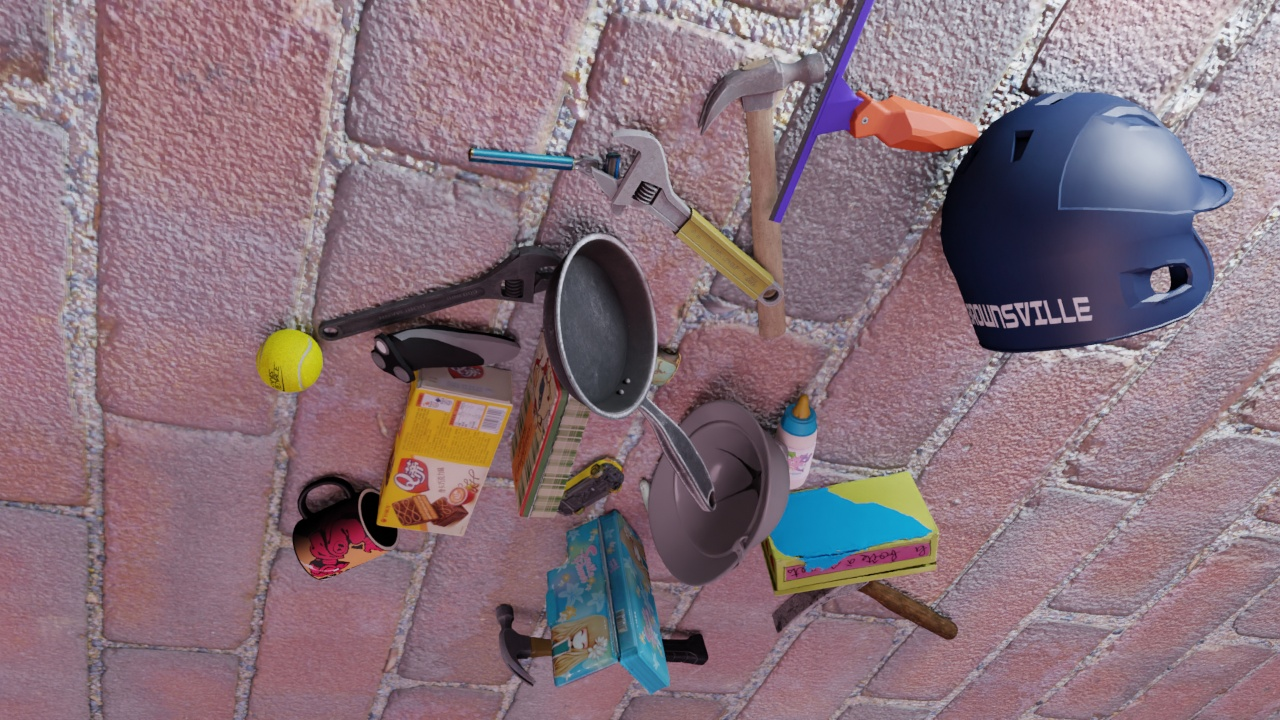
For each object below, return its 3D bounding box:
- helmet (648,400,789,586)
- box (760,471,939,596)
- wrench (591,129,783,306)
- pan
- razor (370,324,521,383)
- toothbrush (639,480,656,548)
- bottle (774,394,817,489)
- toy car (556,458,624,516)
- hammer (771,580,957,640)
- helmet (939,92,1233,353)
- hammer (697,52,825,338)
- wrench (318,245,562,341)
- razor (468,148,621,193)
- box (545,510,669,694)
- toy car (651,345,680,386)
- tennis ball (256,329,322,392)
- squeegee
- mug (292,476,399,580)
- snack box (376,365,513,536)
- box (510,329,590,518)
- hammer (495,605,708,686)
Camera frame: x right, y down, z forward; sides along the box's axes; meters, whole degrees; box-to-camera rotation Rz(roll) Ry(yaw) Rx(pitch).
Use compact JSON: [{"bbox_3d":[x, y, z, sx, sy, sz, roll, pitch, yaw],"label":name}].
[{"bbox_3d":[0.120,0.160,1.134,0.117,0.183,0.272,-5,138,-35],"label":"helmet"},{"bbox_3d":[0.272,0.232,1.232,0.221,0.124,0.081,-12,128,-1],"label":"box"},{"bbox_3d":[0.058,-0.133,0.924,0.273,0.018,0.084,34,116,-32],"label":"wrench"},{"bbox_3d":[-0.002,0.032,0.967,0.055,0.186,0.357,-5,126,30],"label":"pan"},{"bbox_3d":[-0.206,-0.012,0.988,0.156,0.060,0.057,-10,155,-28],"label":"razor"},{"bbox_3d":[0.018,0.213,1.241,0.022,0.015,0.155,17,140,31],"label":"toothbrush"},{"bbox_3d":[0.194,0.098,1.150,0.051,0.051,0.146,-3,130,-8],"label":"bottle"},{"bbox_3d":[-0.070,0.163,1.174,0.107,0.030,0.049,-33,129,15],"label":"toy car"},{"bbox_3d":[0.378,0.403,1.450,0.300,0.037,0.218,32,118,-31],"label":"hammer"},{"bbox_3d":[0.420,-0.147,0.882,0.271,0.233,0.223,-18,98,-25],"label":"helmet"},{"bbox_3d":[0.130,-0.153,0.950,0.119,0.030,0.332,-11,134,0],"label":"hammer"},{"bbox_3d":[-0.210,-0.064,0.964,0.273,0.018,0.073,-15,140,5],"label":"wrench"},{"bbox_3d":[-0.092,-0.189,0.879,0.144,0.022,0.042,6,125,-8],"label":"razor"},{"bbox_3d":[-0.050,0.319,1.179,0.121,0.226,0.098,-24,130,9],"label":"box"},{"bbox_3d":[-0.006,0.006,1.040,0.111,0.047,0.047,12,123,-19],"label":"toy car"},{"bbox_3d":[-0.368,0.001,0.962,0.065,0.065,0.065,-5,130,-6],"label":"tennis ball"},{"bbox_3d":[0.252,-0.228,0.882,0.184,0.055,0.250,2,127,-26],"label":"squeegee"},{"bbox_3d":[-0.371,0.199,1.129,0.098,0.081,0.118,-25,102,12],"label":"mug"},{"bbox_3d":[-0.233,0.105,1.076,0.110,0.061,0.231,12,127,-19],"label":"snack box"},{"bbox_3d":[-0.103,0.074,1.037,0.049,0.117,0.206,6,130,-17],"label":"box"},{"bbox_3d":[-0.049,0.428,1.361,0.332,0.117,0.025,10,130,-24],"label":"hammer"}]
